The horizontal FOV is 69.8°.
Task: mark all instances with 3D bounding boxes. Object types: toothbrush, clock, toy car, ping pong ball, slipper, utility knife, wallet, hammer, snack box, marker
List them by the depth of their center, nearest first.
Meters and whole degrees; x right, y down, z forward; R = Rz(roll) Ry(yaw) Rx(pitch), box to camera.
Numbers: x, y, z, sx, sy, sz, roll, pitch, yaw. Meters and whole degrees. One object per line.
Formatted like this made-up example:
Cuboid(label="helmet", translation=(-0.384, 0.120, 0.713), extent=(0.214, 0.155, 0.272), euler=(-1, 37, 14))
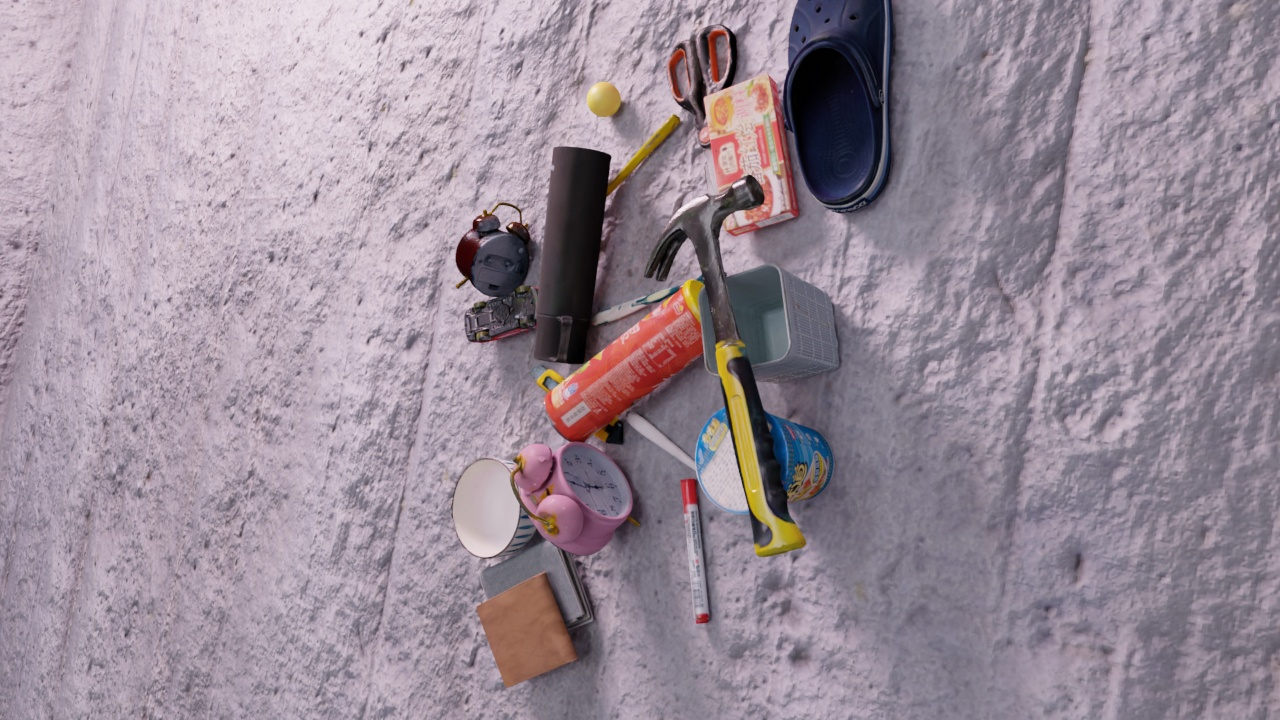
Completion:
Cuboid(label="hammer", translation=(0.080, 0.007, 0.794), extent=(0.126, 0.031, 0.323), euler=(-23, 70, 34))
Cuboid(label="slipper", translation=(0.179, -0.267, 0.869), extent=(0.105, 0.095, 0.252), euler=(-5, 83, 36))
Cuboid(label="marker", translation=(0.056, 0.194, 0.937), extent=(0.017, 0.017, 0.145), euler=(-15, 73, 36))
Cuboid(label="snack box", translation=(0.113, -0.211, 0.944), extent=(0.075, 0.025, 0.152), euler=(-14, 76, 27))
Cuboid(label="clock", translation=(-0.076, 0.141, 0.962), extent=(0.060, 0.158, 0.117), euler=(-44, 59, 28))
Cuboid(label="toothbrush", translation=(0.041, 0.101, 0.964), extent=(0.180, 0.016, 0.016), euler=(36, 103, 37))
Cuboid(label="toothbrush", translation=(0.017, -0.068, 1.016), extent=(0.192, 0.018, 0.016), euler=(-18, 71, 38))
Cuboid(label="wallet", translation=(-0.129, 0.302, 1.025), extent=(0.116, 0.020, 0.101), euler=(-31, 74, 32))
Cuboid(label="wallet", translation=(-0.119, 0.270, 1.051), extent=(0.130, 0.037, 0.106), euler=(-30, 75, 30))
Cuboid(label="toothbrush", translation=(-0.019, -0.211, 1.067), extent=(0.190, 0.015, 0.016), euler=(-44, 63, 25))
Cuboid(label="utility knife", translation=(-0.079, 0.049, 1.071), extent=(0.176, 0.015, 0.033), euler=(34, 101, 37))
Cuboid(label="ping pong ball", translation=(-0.043, -0.309, 1.087), extent=(0.040, 0.040, 0.040), euler=(-8, 77, 38))
Cuboid(label="toy car", translation=(-0.164, -0.055, 1.140), extent=(0.121, 0.045, 0.053), euler=(-15, 75, 30))
Cuboid(label="clock", translation=(-0.181, -0.137, 1.144), extent=(0.055, 0.082, 0.122), euler=(34, 106, 44))

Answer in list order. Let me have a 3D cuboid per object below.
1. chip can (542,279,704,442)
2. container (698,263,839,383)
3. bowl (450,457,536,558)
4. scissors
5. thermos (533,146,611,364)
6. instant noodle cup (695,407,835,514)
Cuboid(label="chip can", translation=(-0.006, 0.006, 0.972), extent=(0.217, 0.073, 0.073), euler=(-38, 61, 22))
Cuboid(label="container", translation=(0.125, -0.027, 0.857), extent=(0.090, 0.111, 0.090), euler=(-15, 72, 36))
Cuboid(label="bowl", translation=(-0.160, 0.174, 1.083), extent=(0.117, 0.066, 0.116), euler=(-7, 79, 38))
Cuboid(label="scissors", translation=(0.083, -0.261, 0.988), extent=(0.140, 0.021, 0.234), euler=(-39, 60, 27))
Cuboid(label="thermos", translation=(-0.077, -0.118, 1.045), extent=(0.090, 0.068, 0.242), euler=(-162, 78, -75))
Cuboid(label="instant noodle cup", translation=(0.121, 0.093, 0.841), extent=(0.099, 0.109, 0.099), euler=(-8, 77, 39))
